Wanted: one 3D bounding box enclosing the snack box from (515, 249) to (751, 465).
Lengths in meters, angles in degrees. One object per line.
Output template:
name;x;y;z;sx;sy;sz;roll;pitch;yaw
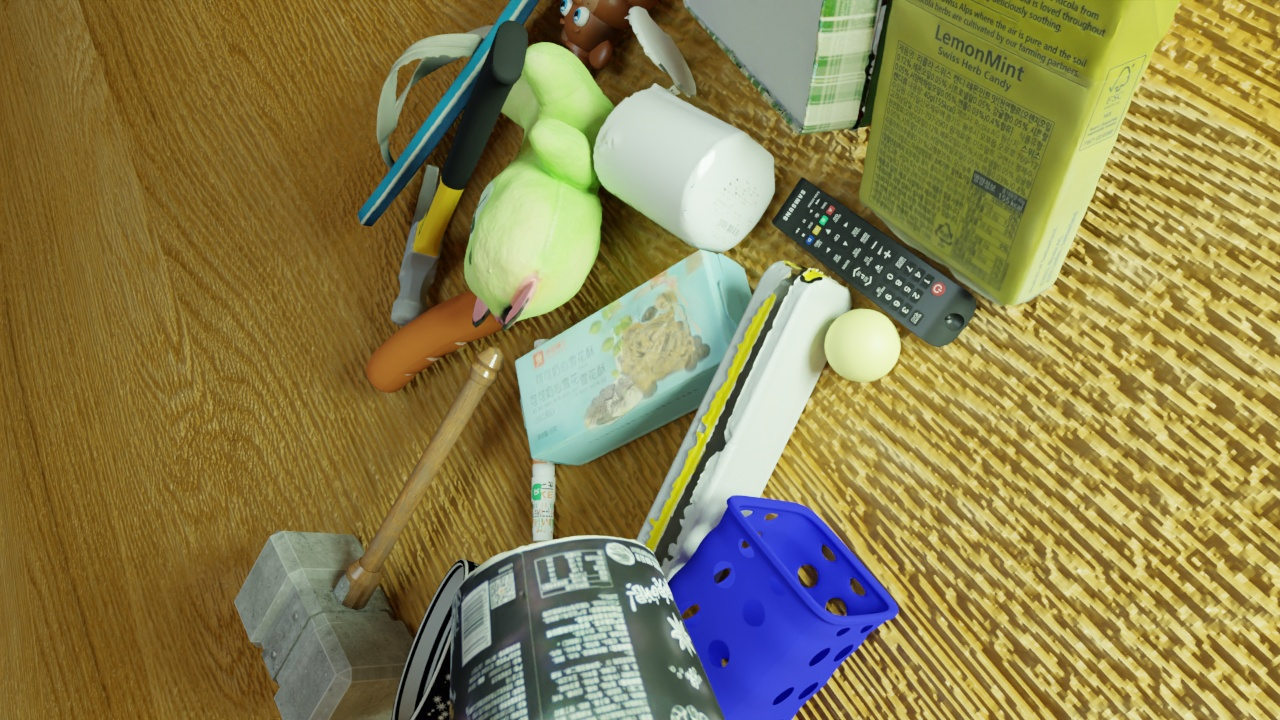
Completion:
snack box;-0.004;0.003;0.596;0.175;0.053;0.075;-28;62;32

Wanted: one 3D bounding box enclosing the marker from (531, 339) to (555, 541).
marker;-0.070;0.056;0.662;0.017;0.017;0.145;-13;71;38

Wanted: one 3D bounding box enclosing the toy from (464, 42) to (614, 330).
toy;-0.067;-0.113;0.646;0.150;0.107;0.197;179;96;-68

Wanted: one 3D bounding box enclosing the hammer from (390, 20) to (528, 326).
hammer;-0.133;-0.134;0.661;0.324;0.029;0.127;142;138;-61

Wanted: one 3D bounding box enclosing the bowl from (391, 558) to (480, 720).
bowl;-0.113;0.203;0.622;0.120;0.066;0.120;-57;18;28

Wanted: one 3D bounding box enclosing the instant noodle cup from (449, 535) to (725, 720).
instant noodle cup;-0.029;0.152;0.424;0.138;0.137;0.112;-38;49;28

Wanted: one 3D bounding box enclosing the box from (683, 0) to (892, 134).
box;0.079;-0.224;0.525;0.205;0.051;0.118;-114;17;-47

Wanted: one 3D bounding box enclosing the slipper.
slipper;-0.158;-0.235;0.749;0.296;0.060;0.118;-45;15;25

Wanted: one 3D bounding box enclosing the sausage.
sausage;-0.169;-0.017;0.747;0.165;0.044;0.039;-27;38;33

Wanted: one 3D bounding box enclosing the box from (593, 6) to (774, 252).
box;0.025;-0.152;0.594;0.156;0.084;0.126;36;103;37

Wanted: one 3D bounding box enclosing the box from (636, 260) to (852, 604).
box;0.058;0.046;0.524;0.037;0.064;0.210;31;100;41

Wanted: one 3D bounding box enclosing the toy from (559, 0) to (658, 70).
toy;-0.030;-0.272;0.681;0.095;0.065;0.128;48;116;40

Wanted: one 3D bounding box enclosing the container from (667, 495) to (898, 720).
container;0.059;0.143;0.486;0.114;0.085;0.084;-54;51;18

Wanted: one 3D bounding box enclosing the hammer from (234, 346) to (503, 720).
hammer;-0.186;0.122;0.701;0.163;0.082;0.318;44;108;38

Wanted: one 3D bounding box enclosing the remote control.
remote control;0.126;-0.059;0.518;0.033;0.015;0.147;-57;47;16

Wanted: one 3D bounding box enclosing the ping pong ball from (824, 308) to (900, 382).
ping pong ball;0.121;-0.008;0.499;0.040;0.040;0.040;-11;72;38

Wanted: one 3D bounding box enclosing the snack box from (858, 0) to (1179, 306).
snack box;0.166;-0.124;0.429;0.121;0.045;0.181;47;151;38
